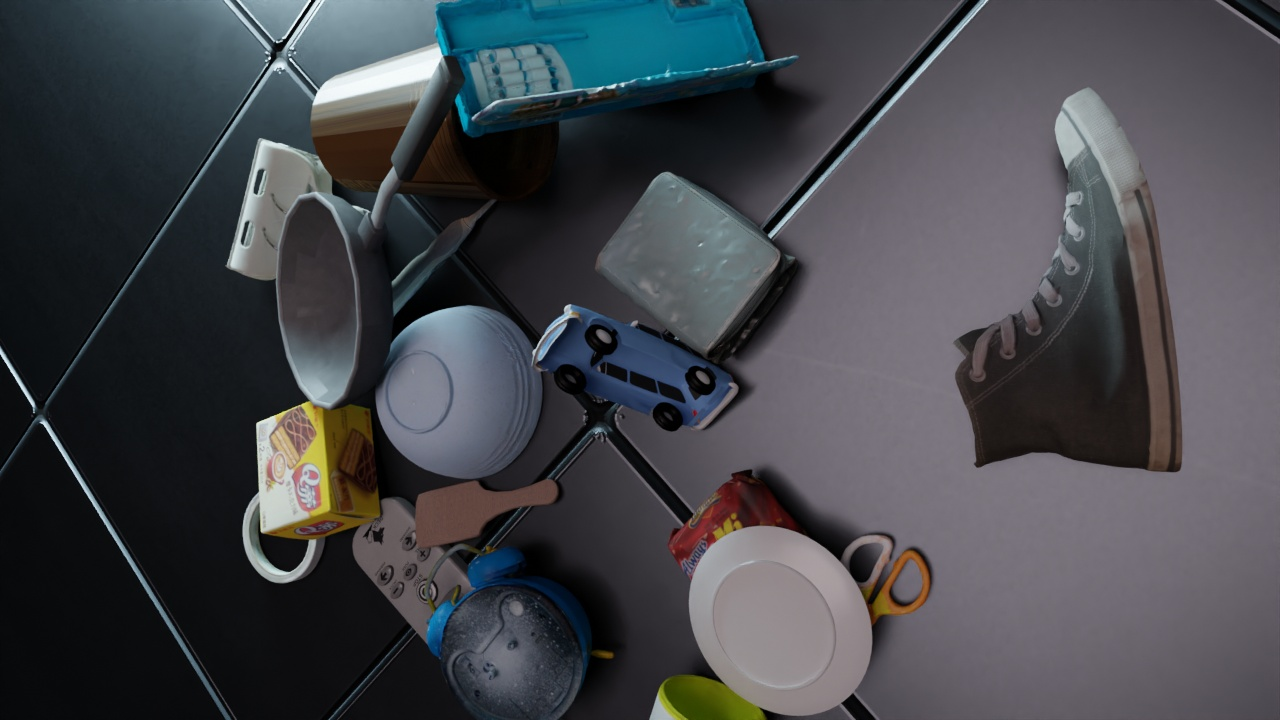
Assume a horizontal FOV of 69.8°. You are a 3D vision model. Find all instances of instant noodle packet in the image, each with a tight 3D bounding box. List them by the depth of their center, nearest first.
[{"bbox_3d":[0.086,0.154,0.662,0.135,0.039,0.099,50,121,17],"label":"instant noodle packet"}]

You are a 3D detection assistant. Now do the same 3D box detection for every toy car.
[{"bbox_3d":[-0.004,0.004,0.665,0.056,0.153,0.054,-50,30,32],"label":"toy car"}]

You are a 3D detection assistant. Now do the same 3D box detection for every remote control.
[{"bbox_3d":[-0.193,0.188,0.802,0.151,0.019,0.074,41,104,20],"label":"remote control"}]

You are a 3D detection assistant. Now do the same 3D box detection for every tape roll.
[{"bbox_3d":[-0.340,0.164,0.872,0.093,0.013,0.093,-1,88,24],"label":"tape roll"}]

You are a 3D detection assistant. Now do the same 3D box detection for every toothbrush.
[{"bbox_3d":[-0.170,-0.100,0.801,0.186,0.022,0.024,-41,109,16],"label":"toothbrush"}]

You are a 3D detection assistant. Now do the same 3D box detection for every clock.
[{"bbox_3d":[-0.107,0.215,0.729,0.161,0.060,0.117,41,102,11],"label":"clock"}]

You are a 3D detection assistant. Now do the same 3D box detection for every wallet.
[{"bbox_3d":[0.040,-0.071,0.689,0.131,0.054,0.100,41,95,22],"label":"wallet"}]

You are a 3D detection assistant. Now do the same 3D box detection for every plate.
[{"bbox_3d":[0.091,0.181,0.631,0.135,0.011,0.134,5,99,30],"label":"plate"}]

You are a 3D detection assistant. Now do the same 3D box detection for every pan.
[{"bbox_3d":[-0.205,-0.094,0.702,0.358,0.041,0.178,-44,62,44],"label":"pan"}]

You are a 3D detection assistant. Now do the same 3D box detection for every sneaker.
[{"bbox_3d":[0.256,-0.046,0.572,0.120,0.095,0.235,-6,93,24],"label":"sneaker"}]

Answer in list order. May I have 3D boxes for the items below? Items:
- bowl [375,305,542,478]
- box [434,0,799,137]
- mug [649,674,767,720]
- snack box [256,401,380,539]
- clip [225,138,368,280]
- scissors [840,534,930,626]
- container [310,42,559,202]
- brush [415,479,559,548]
[{"bbox_3d":[-0.164,0.026,0.764,0.151,0.074,0.150,-1,87,24],"label":"bowl"},{"bbox_3d":[-0.013,-0.203,0.638,0.227,0.084,0.171,-15,47,-16],"label":"box"},{"bbox_3d":[0.038,0.295,0.660,0.083,0.082,0.106,20,98,24],"label":"mug"},{"bbox_3d":[-0.287,0.097,0.815,0.084,0.061,0.105,-20,69,23],"label":"snack box"},{"bbox_3d":[-0.322,-0.130,0.840,0.152,0.104,0.126,23,100,33],"label":"clip"},{"bbox_3d":[0.153,0.183,0.649,0.065,0.013,0.129,33,103,26],"label":"scissors"},{"bbox_3d":[-0.173,-0.193,0.750,0.167,0.132,0.132,3,89,31],"label":"container"},{"bbox_3d":[-0.129,0.124,0.776,0.136,0.015,0.049,-15,63,16],"label":"brush"}]
